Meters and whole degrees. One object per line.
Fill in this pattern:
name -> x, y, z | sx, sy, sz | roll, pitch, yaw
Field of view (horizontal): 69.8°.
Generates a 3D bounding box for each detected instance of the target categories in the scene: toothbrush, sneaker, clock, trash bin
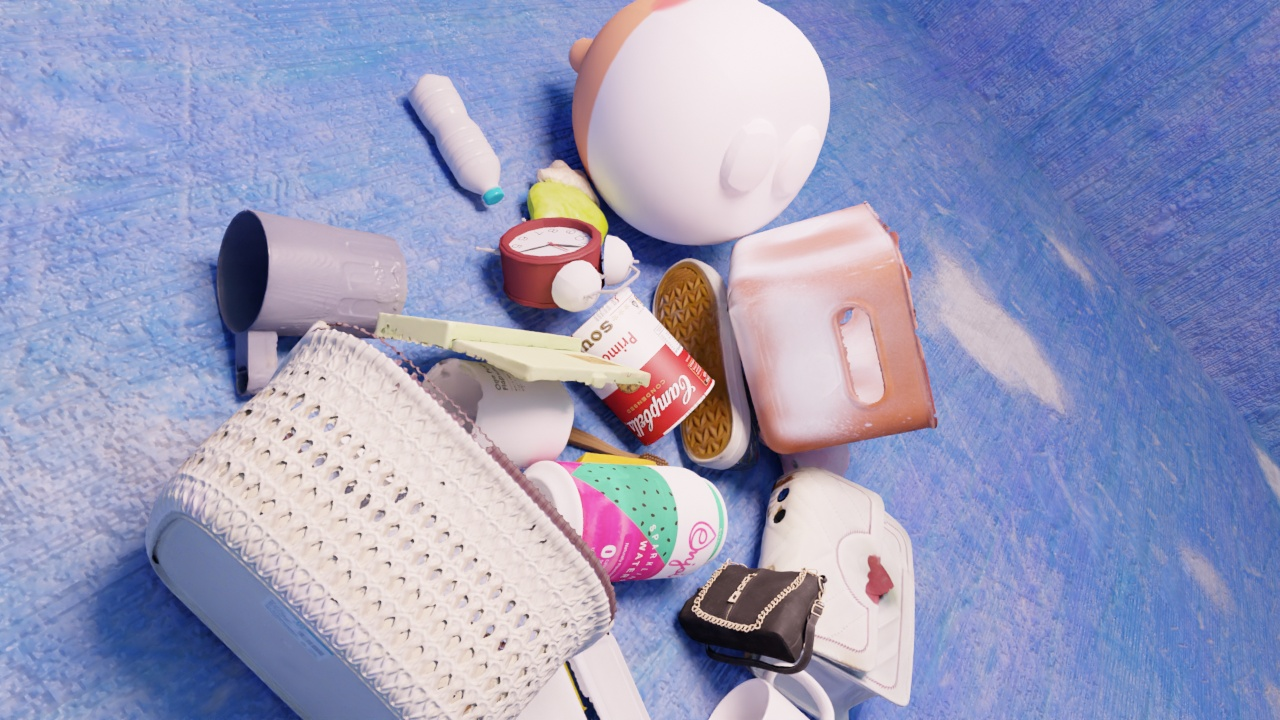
toothbrush -> -0.044, 0.069, 0.781 | 0.166, 0.016, 0.016 | 23, 43, -30
sneaker -> 0.075, 0.003, 0.907 | 0.079, 0.088, 0.235 | 27, 43, -44
clock -> -0.068, -0.085, 0.809 | 0.138, 0.048, 0.096 | 17, 37, 26
trash bin -> 0.176, -0.035, 0.891 | 0.259, 0.157, 0.181 | -73, 148, -71

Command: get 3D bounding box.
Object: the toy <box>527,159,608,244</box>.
toy -> -0.074, -0.158, 0.922 | 0.092, 0.043, 0.117 | 22, 42, -29

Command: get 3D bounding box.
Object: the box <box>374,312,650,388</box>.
box -> -0.086, -0.007, 0.685 | 0.187, 0.139, 0.030 | 6, 97, -63

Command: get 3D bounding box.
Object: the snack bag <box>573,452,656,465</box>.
snack bag -> -0.021, 0.094, 0.774 | 0.099, 0.026, 0.020 | 11, 45, -38

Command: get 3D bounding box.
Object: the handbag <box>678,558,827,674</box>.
handbag -> 0.090, 0.195, 0.726 | 0.078, 0.129, 0.054 | -46, 117, -37

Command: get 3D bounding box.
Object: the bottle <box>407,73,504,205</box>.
bottle -> -0.169, -0.206, 0.863 | 0.044, 0.044, 0.136 | -18, 73, -51

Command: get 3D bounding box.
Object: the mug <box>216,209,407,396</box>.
mug -> -0.228, -0.036, 0.642 | 0.103, 0.084, 0.124 | 3, 81, -46

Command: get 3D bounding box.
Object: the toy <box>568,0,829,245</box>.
toy -> 0.055, -0.265, 0.966 | 0.262, 0.266, 0.281 | -7, 40, -42

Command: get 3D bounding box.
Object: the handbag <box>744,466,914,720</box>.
handbag -> 0.169, 0.203, 0.816 | 0.142, 0.096, 0.198 | 36, 41, -16

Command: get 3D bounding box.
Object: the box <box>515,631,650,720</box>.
box -> -0.022, 0.286, 0.604 | 0.128, 0.046, 0.209 | -8, 66, -45

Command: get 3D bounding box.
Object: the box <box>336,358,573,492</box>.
box -> -0.127, 0.045, 0.656 | 0.165, 0.095, 0.084 | 14, 29, -51

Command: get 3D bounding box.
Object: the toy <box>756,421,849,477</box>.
toy -> 0.168, 0.091, 0.951 | 0.105, 0.053, 0.108 | 43, 37, 9

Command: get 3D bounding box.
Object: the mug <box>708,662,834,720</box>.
mug -> 0.110, 0.285, 0.698 | 0.090, 0.074, 0.110 | 43, 47, -9

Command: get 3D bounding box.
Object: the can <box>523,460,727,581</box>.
can -> -0.016, 0.123, 0.701 | 0.165, 0.088, 0.088 | 8, 53, -41

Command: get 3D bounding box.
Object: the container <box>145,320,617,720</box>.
container -> -0.146, 0.113, 0.512 | 0.251, 0.185, 0.142 | 47, 46, -5

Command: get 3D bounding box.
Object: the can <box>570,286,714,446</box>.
can -> -0.005, 0.005, 0.815 | 0.116, 0.087, 0.086 | 47, 37, -4
